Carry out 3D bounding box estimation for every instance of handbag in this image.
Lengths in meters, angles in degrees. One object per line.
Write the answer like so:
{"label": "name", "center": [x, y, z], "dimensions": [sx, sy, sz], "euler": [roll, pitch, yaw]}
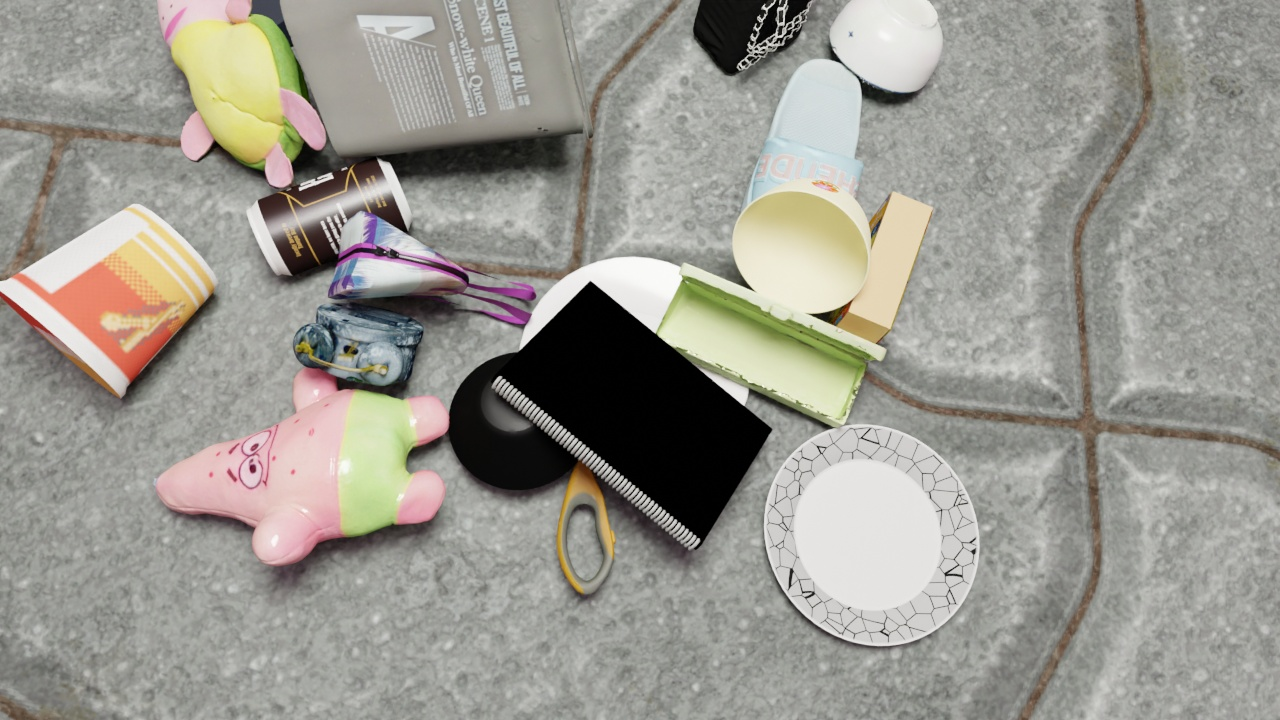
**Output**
{"label": "handbag", "center": [0.135, -0.352, 0.885], "dimensions": [0.125, 0.154, 0.114], "euler": [-33, 74, -19]}
{"label": "handbag", "center": [-0.170, -0.067, 0.786], "dimensions": [0.169, 0.145, 0.068], "euler": [15, 82, -28]}

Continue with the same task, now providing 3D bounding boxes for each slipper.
{"label": "slipper", "center": [0.162, -0.192, 0.876], "dimensions": [0.104, 0.074, 0.245], "euler": [14, 70, 0]}

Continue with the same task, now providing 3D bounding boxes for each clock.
{"label": "clock", "center": [-0.232, -0.013, 0.761], "dimensions": [0.090, 0.129, 0.052], "euler": [15, 101, 0]}

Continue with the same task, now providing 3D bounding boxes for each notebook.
{"label": "notebook", "center": [-0.002, 0.040, 0.758], "dimensions": [0.206, 0.016, 0.148], "euler": [39, 48, 1]}

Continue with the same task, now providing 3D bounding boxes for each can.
{"label": "can", "center": [-0.275, -0.128, 0.819], "dimensions": [0.128, 0.072, 0.072], "euler": [-24, 76, -12]}

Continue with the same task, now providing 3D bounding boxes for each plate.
{"label": "plate", "center": [-0.005, 0.005, 0.829], "dimensions": [0.208, 0.015, 0.208], "euler": [1, 72, -4]}
{"label": "plate", "center": [0.200, 0.150, 0.800], "dimensions": [0.188, 0.016, 0.188], "euler": [1, 72, -4]}

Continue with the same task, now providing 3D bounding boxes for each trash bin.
{"label": "trash bin", "center": [-0.173, -0.289, 0.805], "dimensions": [0.220, 0.198, 0.197], "euler": [-12, 38, -2]}

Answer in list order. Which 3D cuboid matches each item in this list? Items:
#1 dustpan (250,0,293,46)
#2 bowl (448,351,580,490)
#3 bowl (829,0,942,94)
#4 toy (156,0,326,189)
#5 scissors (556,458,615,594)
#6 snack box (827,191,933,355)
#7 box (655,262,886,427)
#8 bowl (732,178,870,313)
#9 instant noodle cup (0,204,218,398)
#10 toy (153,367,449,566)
{"label": "dustpan", "center": [-0.347, -0.447, 0.910], "dimensions": [0.272, 0.080, 0.236], "euler": [-25, 76, -12]}
{"label": "bowl", "center": [-0.102, 0.041, 0.761], "dimensions": [0.124, 0.052, 0.124], "euler": [0, 69, 0]}
{"label": "bowl", "center": [0.253, -0.329, 0.916], "dimensions": [0.113, 0.063, 0.113], "euler": [10, 54, -15]}
{"label": "toy", "center": [-0.358, -0.252, 0.824], "dimensions": [0.238, 0.191, 0.087], "euler": [48, 38, 19]}
{"label": "scissors", "center": [-0.018, 0.081, 0.786], "dimensions": [0.225, 0.016, 0.225], "euler": [-6, 71, -5]}
{"label": "snack box", "center": [0.213, -0.075, 0.835], "dimensions": [0.040, 0.088, 0.125], "euler": [23, 72, 2]}
{"label": "box", "center": [0.106, -0.010, 0.804], "dimensions": [0.188, 0.091, 0.083], "euler": [24, 95, 6]}
{"label": "bowl", "center": [0.147, -0.110, 0.790], "dimensions": [0.118, 0.118, 0.073], "euler": [31, 46, 5]}
{"label": "instant noodle cup", "center": [-0.434, -0.056, 0.763], "dimensions": [0.123, 0.124, 0.120], "euler": [36, 65, 7]}
{"label": "toy", "center": [-0.276, 0.086, 0.741], "dimensions": [0.237, 0.097, 0.191], "euler": [-8, 49, 2]}
